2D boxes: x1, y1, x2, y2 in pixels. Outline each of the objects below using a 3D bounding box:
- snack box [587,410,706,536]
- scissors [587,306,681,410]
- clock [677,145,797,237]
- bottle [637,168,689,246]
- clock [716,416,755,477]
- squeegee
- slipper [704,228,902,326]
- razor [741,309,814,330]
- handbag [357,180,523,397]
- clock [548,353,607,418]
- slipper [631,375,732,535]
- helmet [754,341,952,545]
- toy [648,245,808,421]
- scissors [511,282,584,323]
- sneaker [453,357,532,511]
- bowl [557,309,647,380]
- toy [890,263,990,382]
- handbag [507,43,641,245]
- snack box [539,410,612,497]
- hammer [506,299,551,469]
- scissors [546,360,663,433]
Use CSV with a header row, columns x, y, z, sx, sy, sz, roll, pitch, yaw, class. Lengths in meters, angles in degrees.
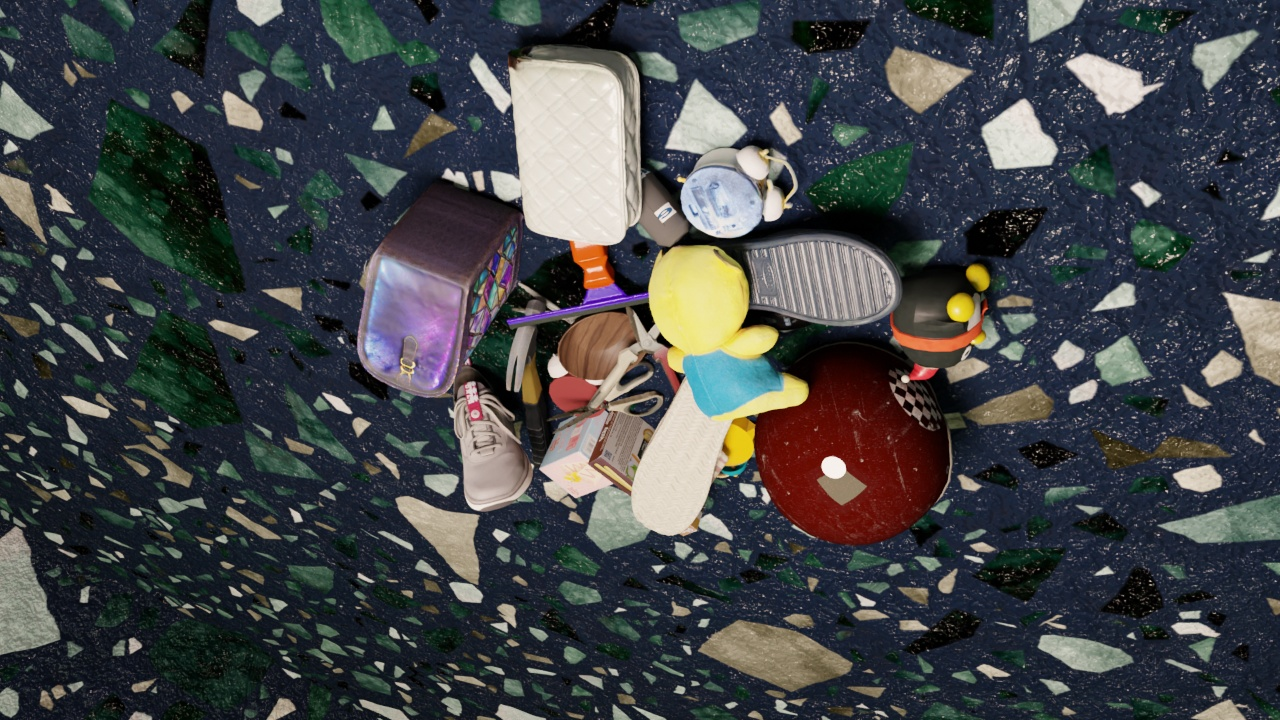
x,y,z,sx,sy,sz,roll,pitch,yaw,class
0.018,0.159,1.327,0.186,0.100,0.032,39,136,-19,snack box
-0.004,0.008,1.203,0.179,0.015,0.199,-29,134,9,scissors
0.103,-0.180,0.968,0.126,0.051,0.089,-7,130,29,clock
0.008,-0.176,1.008,0.112,0.046,0.047,51,136,2,bottle
0.112,0.117,1.289,0.099,0.043,0.130,26,132,-4,clock
-0.062,-0.139,1.080,0.250,0.055,0.185,-11,131,8,squeegee
0.173,-0.103,1.006,0.264,0.082,0.101,8,121,43,slipper
0.140,-0.051,1.079,0.141,0.063,0.053,-2,135,26,razor
-0.240,-0.078,1.116,0.125,0.204,0.223,21,133,1,handbag
-0.082,0.030,1.277,0.087,0.044,0.125,9,137,14,clock
0.068,0.116,1.243,0.115,0.052,0.263,20,110,-2,slipper
0.248,0.102,1.102,0.234,0.252,0.234,-31,109,32,helmet
0.080,-0.031,1.021,0.149,0.083,0.214,-16,101,43,toy
-0.093,-0.049,1.220,0.142,0.014,0.165,-9,131,27,scissors
-0.219,0.101,1.281,0.096,0.262,0.129,-19,123,-4,sneaker
-0.050,-0.027,1.190,0.119,0.032,0.119,-9,136,-9,bowl
0.321,-0.039,0.990,0.100,0.097,0.119,9,130,33,toy
-0.065,-0.223,0.952,0.139,0.072,0.195,13,124,21,handbag
-0.079,0.135,1.350,0.095,0.092,0.079,-26,120,40,snack box
-0.150,0.062,1.291,0.025,0.117,0.334,11,146,7,hammer
-0.040,0.062,1.257,0.153,0.012,0.164,26,111,-35,scissors
